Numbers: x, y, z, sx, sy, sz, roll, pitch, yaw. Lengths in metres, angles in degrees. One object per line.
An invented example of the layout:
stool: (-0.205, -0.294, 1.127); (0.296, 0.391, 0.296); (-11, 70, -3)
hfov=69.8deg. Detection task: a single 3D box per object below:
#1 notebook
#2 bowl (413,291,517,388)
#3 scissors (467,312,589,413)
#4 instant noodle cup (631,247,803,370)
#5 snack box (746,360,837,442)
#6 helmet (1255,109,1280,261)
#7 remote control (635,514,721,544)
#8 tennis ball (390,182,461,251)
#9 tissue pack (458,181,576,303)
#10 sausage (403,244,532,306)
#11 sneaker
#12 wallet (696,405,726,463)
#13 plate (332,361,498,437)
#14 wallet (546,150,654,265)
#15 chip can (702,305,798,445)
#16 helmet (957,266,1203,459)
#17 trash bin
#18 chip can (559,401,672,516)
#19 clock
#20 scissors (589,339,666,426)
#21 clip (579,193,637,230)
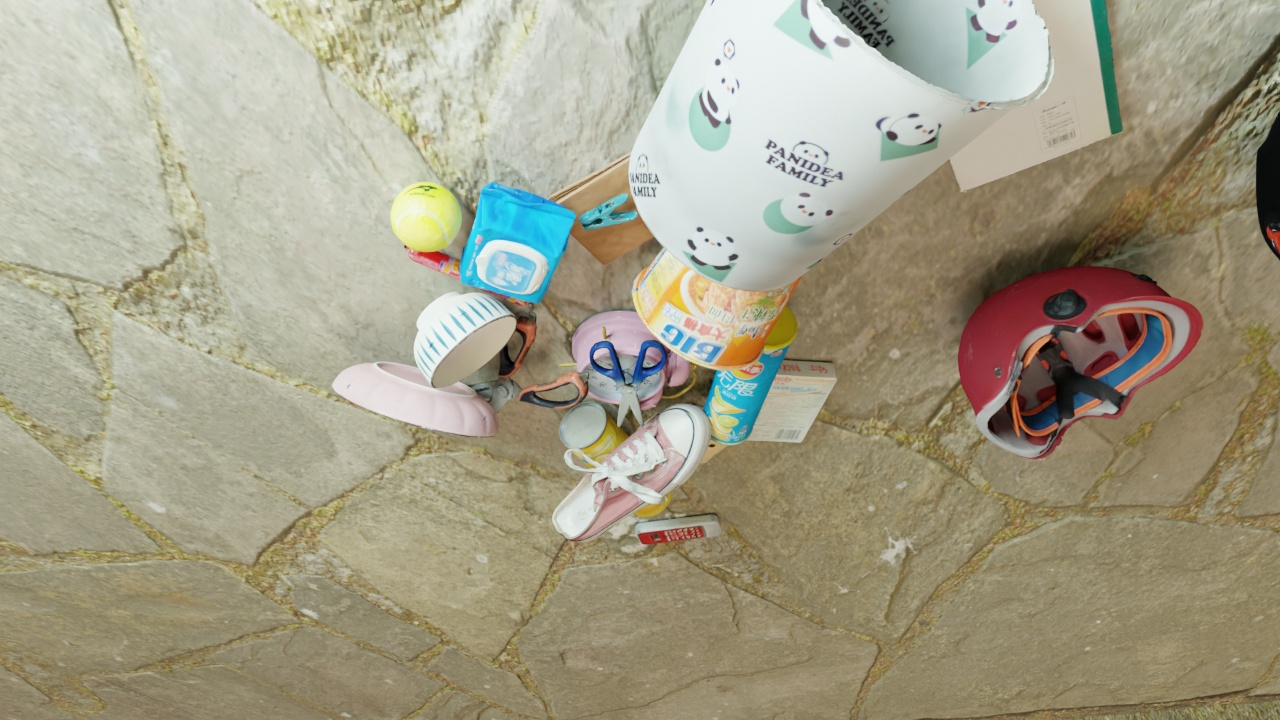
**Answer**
notebook: (0.328, -0.241, 0.795); (0.151, 0.012, 0.209); (-19, 141, 21)
bowl: (-0.198, -0.031, 0.990); (0.116, 0.066, 0.116); (-40, 169, -10)
scissors: (-0.148, 0.024, 1.082); (0.189, 0.015, 0.225); (26, 129, 17)
instant noodle cup: (0.082, -0.081, 0.897); (0.151, 0.151, 0.112); (14, 133, -21)
snack box: (0.187, 0.055, 1.179); (0.084, 0.026, 0.157); (4, 143, -7)
helmet: (0.635, -0.140, 0.743); (0.234, 0.274, 0.230); (-2, 172, 14)
remote control: (0.061, 0.273, 1.477); (0.136, 0.020, 0.056); (-8, 143, 8)
tennis ball: (-0.202, -0.135, 0.866); (0.065, 0.065, 0.066); (-2, 144, -1)
tissue pack: (-0.122, -0.110, 0.894); (0.095, 0.052, 0.157); (15, 152, -13)
sausage: (-0.179, -0.090, 0.969); (0.155, 0.020, 0.020); (23, 137, -31)
sneaker: (-0.019, 0.140, 1.128); (0.241, 0.118, 0.087); (-40, 158, 10)
wallet: (0.079, 0.103, 1.245); (0.087, 0.024, 0.115); (18, 138, -18)
plate: (-0.250, 0.038, 1.048); (0.192, 0.039, 0.192); (18, -176, -1)
wallet: (-0.021, -0.148, 0.898); (0.115, 0.020, 0.101); (-26, 138, 25)
chip can: (0.124, 0.019, 1.088); (0.071, 0.071, 0.211); (3, 143, -7)
helmet: (0.454, -0.022, 0.998); (0.240, 0.143, 0.207); (-35, 135, 17)
trash bin: (0.125, -0.192, 0.686); (0.229, 0.229, 0.253); (14, 146, -21)
chip can: (-0.030, 0.137, 1.244); (0.072, 0.072, 0.213); (-17, 141, 19)
clock: (-0.006, 0.006, 1.074); (0.158, 0.059, 0.117); (22, 137, -30)
scissors: (-0.005, 0.027, 1.043); (0.144, 0.012, 0.170); (-21, 139, 26)
clip: (-0.032, -0.140, 0.881); (0.055, 0.013, 0.037); (-18, 140, 14)
